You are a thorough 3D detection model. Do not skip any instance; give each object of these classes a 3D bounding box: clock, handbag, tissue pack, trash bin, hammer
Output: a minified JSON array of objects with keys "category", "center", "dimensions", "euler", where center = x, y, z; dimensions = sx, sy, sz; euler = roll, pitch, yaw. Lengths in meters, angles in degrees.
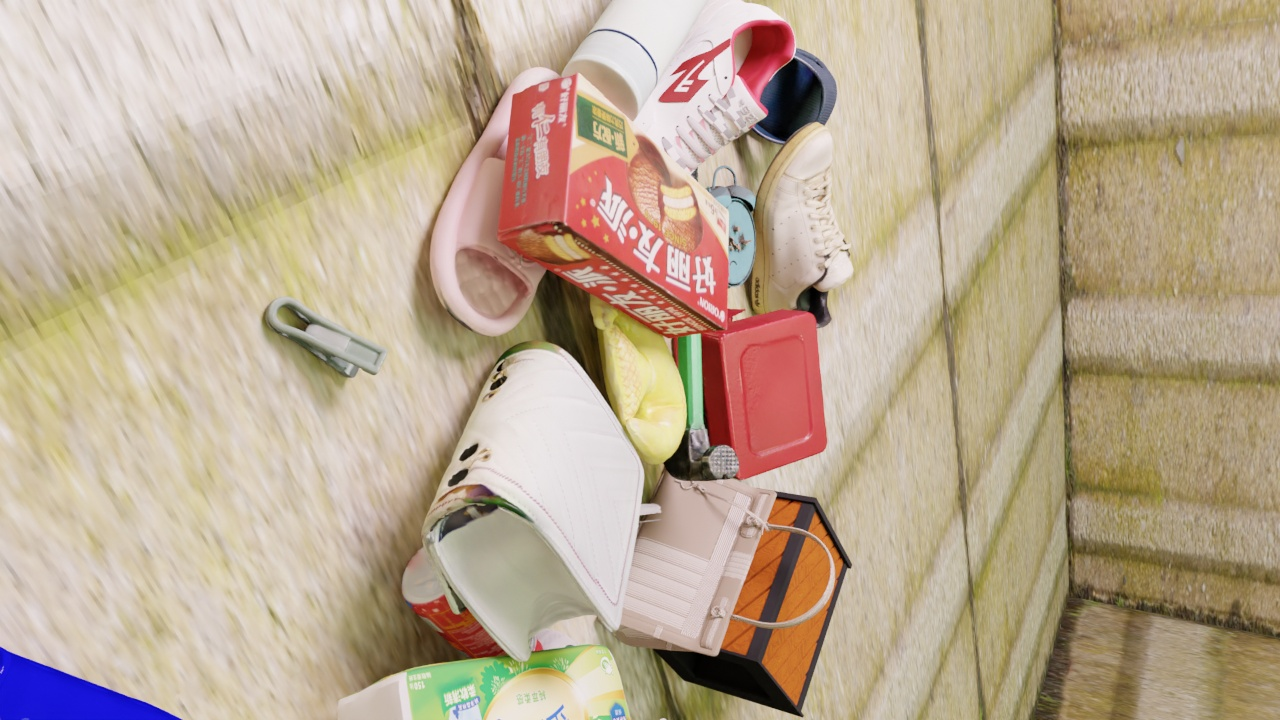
[{"category":"clock","center":[0.081,-0.134,0.933],"dimensions":[0.089,0.053,0.124],"euler":[-12,104,-55]},{"category":"handbag","center":[0.084,0.192,0.850],"dimensions":[0.062,0.198,0.175],"euler":[55,50,-43]},{"category":"handbag","center":[-0.074,0.091,0.642],"dimensions":[0.142,0.096,0.198],"euler":[58,21,-22]},{"category":"tissue pack","center":[-0.117,0.269,0.628],"dimensions":[0.197,0.142,0.120],"euler":[19,49,-44]},{"category":"trash bin","center":[0.109,0.240,0.944],"dimensions":[0.140,0.140,0.171],"euler":[56,50,-42]},{"category":"hammer","center":[0.044,-0.047,0.861],"dimensions":[0.032,0.130,0.318],"euler":[2,82,-22]}]

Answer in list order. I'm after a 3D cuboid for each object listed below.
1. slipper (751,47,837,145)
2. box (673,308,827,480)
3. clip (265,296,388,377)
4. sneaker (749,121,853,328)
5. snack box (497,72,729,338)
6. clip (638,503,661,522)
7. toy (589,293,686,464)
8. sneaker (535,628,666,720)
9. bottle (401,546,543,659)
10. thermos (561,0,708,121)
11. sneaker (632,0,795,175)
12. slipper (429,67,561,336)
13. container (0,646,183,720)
[{"category":"slipper","center":[0.152,-0.278,0.965],"dimensions":[0.263,0.082,0.101],"euler":[1,123,-52]},{"category":"box","center":[0.113,0.033,0.942],"dimensions":[0.136,0.127,0.157],"euler":[-23,113,-47]},{"category":"clip","center":[-0.197,-0.014,0.567],"dimensions":[0.075,0.061,0.023],"euler":[36,62,-34]},{"category":"sneaker","center":[0.182,-0.129,0.983],"dimensions":[0.088,0.102,0.242],"euler":[-33,142,-34]},{"category":"snack box","center":[-0.009,-0.105,0.700],"dimensions":[0.236,0.060,0.113],"euler":[27,61,-54]},{"category":"clip","center":[-0.035,0.138,0.802],"dimensions":[0.054,0.101,0.044],"euler":[-129,-145,-76]},{"category":"toy","center":[-0.005,0.005,0.794],"dimensions":[0.154,0.065,0.170],"euler":[-12,84,-80]},{"category":"sneaker","center":[-0.039,0.330,0.786],"dimensions":[0.118,0.088,0.241],"euler":[-51,134,-40]},{"category":"bottle","center":[-0.116,0.190,0.682],"dimensions":[0.061,0.062,0.137],"euler":[-61,139,-31]},{"category":"thermos","center":[0.014,-0.286,0.741],"dimensions":[0.068,0.068,0.229],"euler":[56,50,-42]},{"category":"sneaker","center":[0.053,-0.214,0.800],"dimensions":[0.236,0.104,0.090],"euler":[-53,137,-13]},{"category":"slipper","center":[-0.089,-0.119,0.687],"dimensions":[0.107,0.056,0.221],"euler":[43,57,-51]},{"category":"container","center":[-0.282,0.185,0.420],"dimensions":[0.113,0.085,0.085],"euler":[53,50,-45]}]
